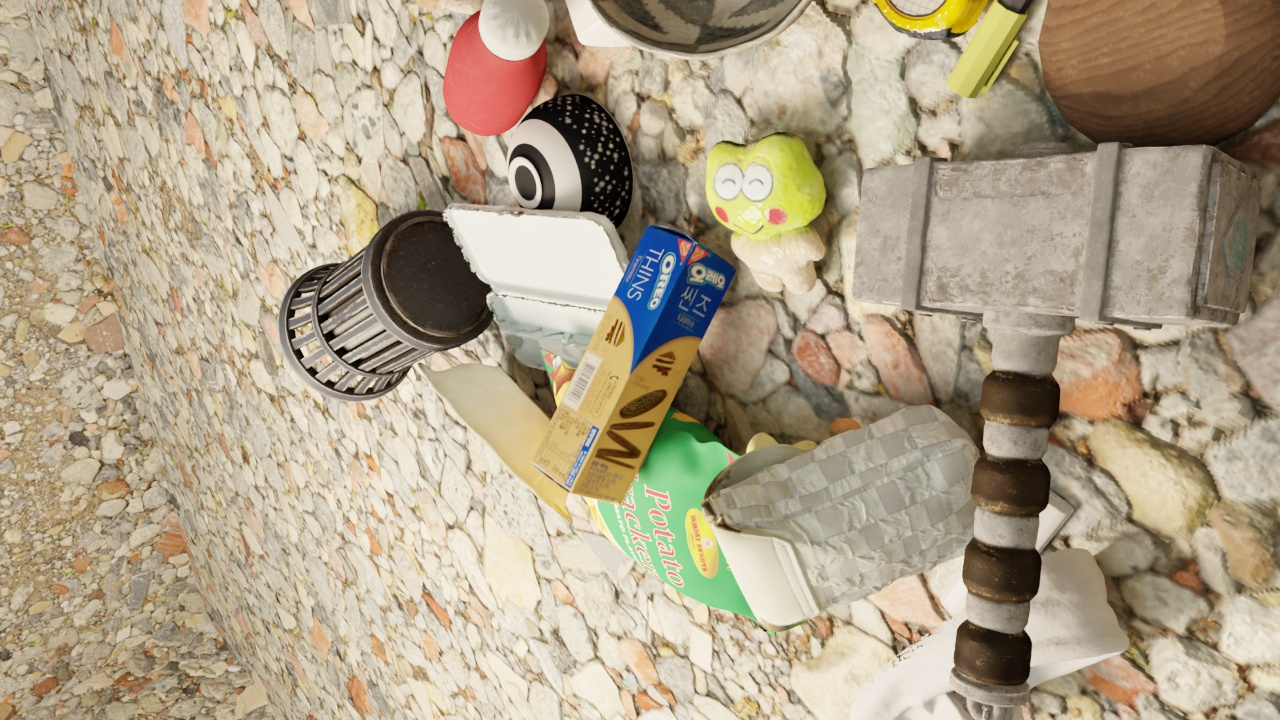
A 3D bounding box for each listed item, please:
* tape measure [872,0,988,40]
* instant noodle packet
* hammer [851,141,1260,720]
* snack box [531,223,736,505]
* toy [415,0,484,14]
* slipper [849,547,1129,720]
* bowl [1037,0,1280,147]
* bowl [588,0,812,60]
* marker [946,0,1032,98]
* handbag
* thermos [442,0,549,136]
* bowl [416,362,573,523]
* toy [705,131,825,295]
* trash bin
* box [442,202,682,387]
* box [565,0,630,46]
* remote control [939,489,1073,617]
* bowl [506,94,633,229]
[{"bbox_3d":[0.156,-0.205,0.487,0.065,0.037,0.064,32,132,38],"label":"tape measure"},{"bbox_3d":[0.010,0.107,0.784,0.253,0.090,0.196,26,141,45],"label":"instant noodle packet"},{"bbox_3d":[0.192,0.054,0.470,0.177,0.079,0.326,8,95,47],"label":"hammer"},{"bbox_3d":[-0.004,0.004,0.690,0.057,0.056,0.207,29,94,44],"label":"snack box"},{"bbox_3d":[-0.113,-0.302,0.719,0.106,0.074,0.085,18,92,11],"label":"toy"},{"bbox_3d":[0.222,0.214,0.606,0.248,0.112,0.074,119,158,-43],"label":"slipper"},{"bbox_3d":[0.239,-0.150,0.427,0.118,0.030,0.118,27,129,39],"label":"bowl"},{"bbox_3d":[0.046,-0.270,0.537,0.179,0.081,0.179,9,112,23],"label":"bowl"},{"bbox_3d":[0.197,-0.190,0.465,0.021,0.017,0.124,22,133,-1],"label":"marker"},{"bbox_3d":[0.134,0.091,0.604,0.123,0.171,0.112,-102,-12,-59],"label":"handbag"},{"bbox_3d":[-0.106,-0.224,0.688,0.240,0.073,0.073,-168,58,-75],"label":"thermos"},{"bbox_3d":[-0.124,0.064,0.911,0.219,0.060,0.188,47,175,-1],"label":"bowl"},{"bbox_3d":[0.089,-0.097,0.624,0.092,0.046,0.115,6,122,45],"label":"toy"},{"bbox_3d":[-0.263,-0.058,0.972,0.228,0.163,0.164,-19,95,49],"label":"trash bin"},{"bbox_3d":[-0.070,-0.055,0.796,0.209,0.037,0.189,10,133,41],"label":"box"},{"bbox_3d":[-0.045,-0.261,0.603,0.080,0.150,0.106,-13,97,50],"label":"box"},{"bbox_3d":[0.236,0.130,0.603,0.033,0.012,0.131,41,137,27],"label":"remote control"},{"bbox_3d":[-0.070,-0.154,0.760,0.120,0.066,0.120,27,129,39],"label":"bowl"}]
